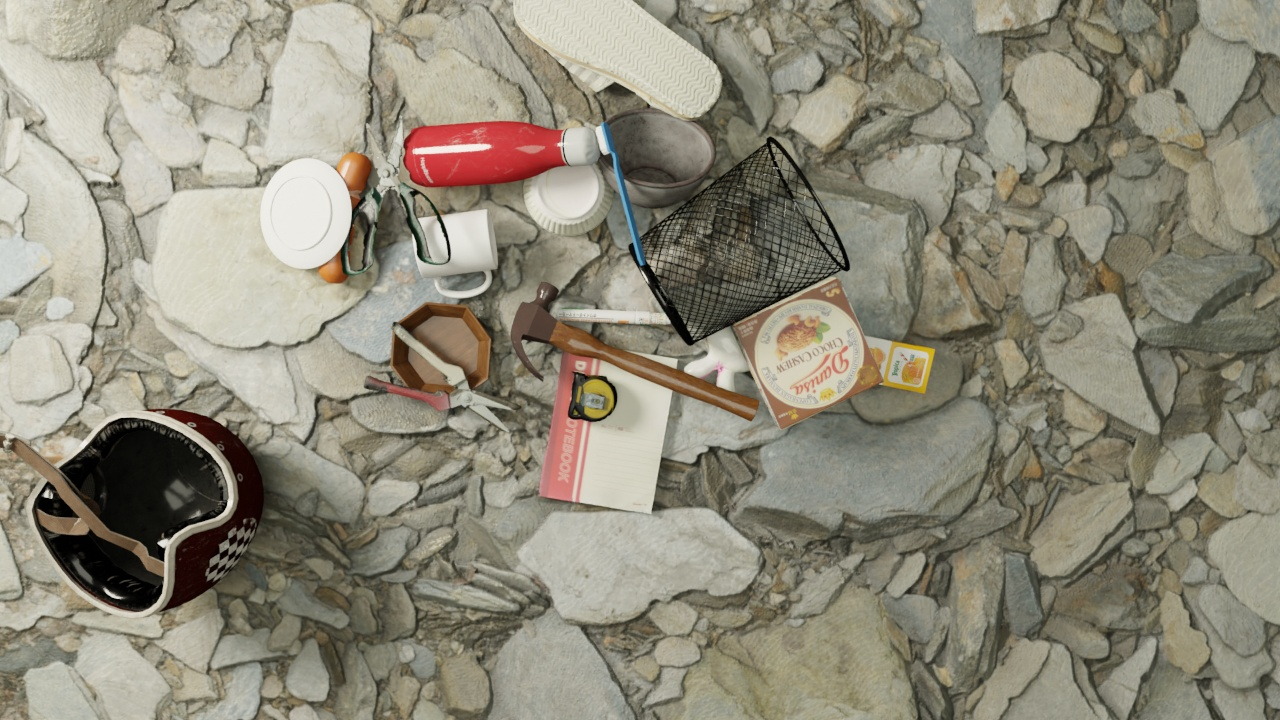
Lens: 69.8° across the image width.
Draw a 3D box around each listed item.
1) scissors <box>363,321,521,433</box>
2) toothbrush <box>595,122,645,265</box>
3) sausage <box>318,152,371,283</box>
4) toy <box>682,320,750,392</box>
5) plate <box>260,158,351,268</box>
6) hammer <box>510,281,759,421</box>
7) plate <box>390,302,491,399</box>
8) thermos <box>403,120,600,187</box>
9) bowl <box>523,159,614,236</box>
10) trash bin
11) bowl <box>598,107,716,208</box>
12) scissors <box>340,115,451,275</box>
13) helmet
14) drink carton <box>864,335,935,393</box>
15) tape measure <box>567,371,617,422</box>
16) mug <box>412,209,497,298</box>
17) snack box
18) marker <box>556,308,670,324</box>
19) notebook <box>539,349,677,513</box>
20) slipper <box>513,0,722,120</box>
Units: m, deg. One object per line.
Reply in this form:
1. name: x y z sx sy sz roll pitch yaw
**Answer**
1. scissors: -0.255 0.028 1.150 0.187 0.015 0.179 -19 98 -2
2. toothbrush: -0.022 -0.188 1.044 0.014 0.016 0.166 -14 92 23
3. sausage: -0.369 -0.176 1.135 0.044 0.039 0.164 14 96 6
4. toy: 0.114 -0.008 1.182 0.079 0.038 0.123 37 95 3
5. plate: -0.413 -0.180 1.121 0.135 0.011 0.134 0 92 19
6. hammer: -0.007 0.007 1.146 0.323 0.033 0.115 21 76 -2
7. plate: -0.252 -0.012 1.167 0.131 0.025 0.131 0 97 -3
8. thermos: -0.162 -0.246 1.082 0.240 0.073 0.073 1 97 19
9. bowl: -0.089 -0.212 1.134 0.115 0.062 0.115 0 97 -3
10. trash bin: 0.111 -0.132 1.102 0.210 0.184 0.184 -31 97 7
11. bowl: 0.015 -0.235 1.116 0.145 0.067 0.144 4 52 -5
12. scissors: -0.279 -0.183 1.082 0.180 0.015 0.206 21 102 21
13. helmet: -0.574 0.169 1.058 0.233 0.252 0.234 19 120 10
14. drink carton: 0.310 0.001 1.190 0.122 0.040 0.058 11 96 -4
15. tape measure: -0.060 0.048 1.168 0.061 0.034 0.062 6 96 -4
16. mug: -0.225 -0.128 1.139 0.090 0.073 0.111 -8 122 -2
17. snack box: 0.207 -0.009 1.143 0.143 0.041 0.147 -25 95 1
18. marker: -0.034 -0.056 1.178 0.145 0.017 0.017 2 96 -3
19. notebook: -0.042 0.088 1.197 0.153 0.012 0.209 9 96 -4
20. slipper: -0.027 -0.382 1.121 0.272 0.054 0.114 28 90 -1
